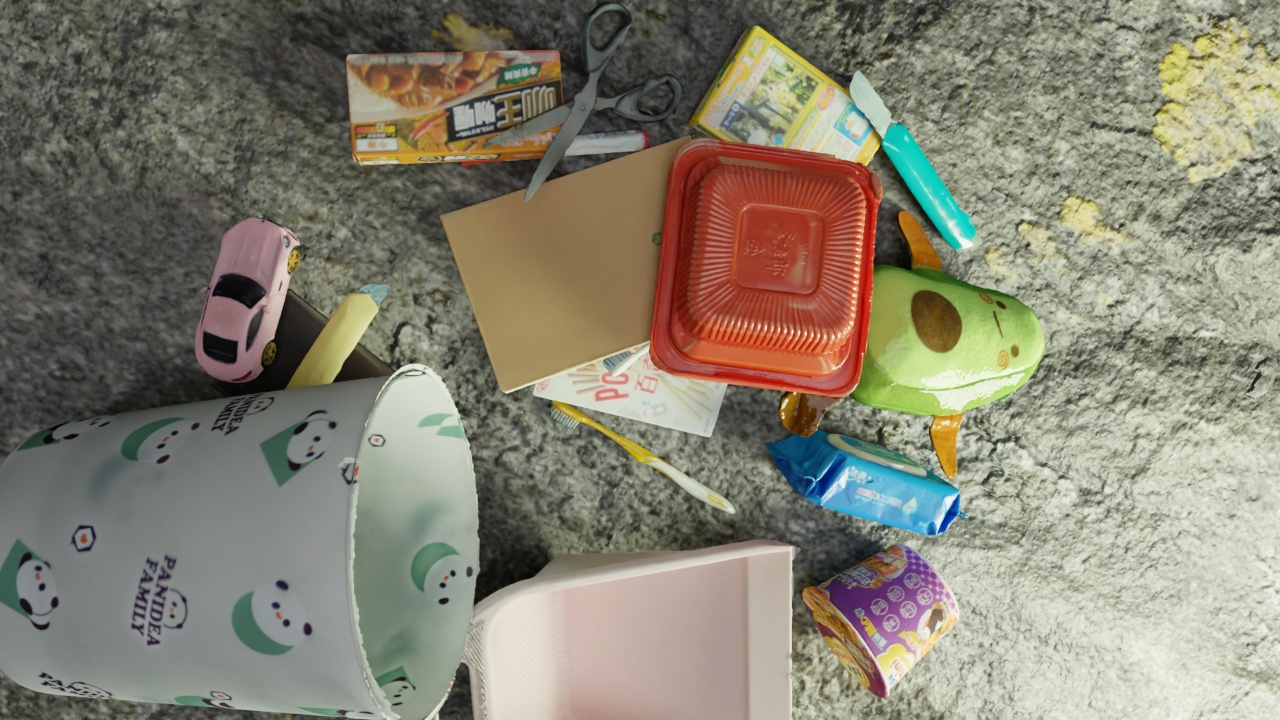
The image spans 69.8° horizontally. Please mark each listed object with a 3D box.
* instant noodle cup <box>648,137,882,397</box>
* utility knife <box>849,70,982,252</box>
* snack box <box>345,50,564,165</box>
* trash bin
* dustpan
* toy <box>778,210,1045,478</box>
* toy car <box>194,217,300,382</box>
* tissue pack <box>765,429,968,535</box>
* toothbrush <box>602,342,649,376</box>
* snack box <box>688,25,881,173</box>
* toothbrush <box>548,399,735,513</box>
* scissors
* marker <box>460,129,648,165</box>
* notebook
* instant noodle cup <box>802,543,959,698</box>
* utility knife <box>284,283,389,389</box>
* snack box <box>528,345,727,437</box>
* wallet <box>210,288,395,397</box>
[{"bbox_3d":[0.096,-0.074,0.673,0.164,0.079,0.188,6,83,0],"label":"instant noodle cup"},{"bbox_3d":[0.225,-0.156,0.747,0.029,0.013,0.205,-44,121,4],"label":"utility knife"},{"bbox_3d":[-0.133,-0.185,0.671,0.153,0.026,0.075,-5,88,-10],"label":"snack box"},{"bbox_3d":[-0.261,0.123,0.609,0.252,0.229,0.230,-3,104,6],"label":"trash bin"},{"bbox_3d":[-0.015,0.264,0.721,0.274,0.138,0.222,-1,103,17],"label":"dustpan"},{"bbox_3d":[0.227,-0.016,0.752,0.246,0.090,0.227,-1,81,-19],"label":"toy"},{"bbox_3d":[-0.288,-0.044,0.666,0.056,0.037,0.122,17,93,5],"label":"toy car"},{"bbox_3d":[0.189,0.099,0.776,0.157,0.095,0.052,16,97,-13],"label":"tissue pack"},{"bbox_3d":[0.065,-0.051,0.733,0.220,0.027,0.026,-33,72,-12],"label":"toothbrush"},{"bbox_3d":[0.119,-0.188,0.729,0.140,0.034,0.087,30,95,-18],"label":"snack box"},{"bbox_3d":[0.003,0.085,0.776,0.191,0.016,0.018,33,105,-16],"label":"toothbrush"},{"bbox_3d":[-0.039,-0.191,0.677,0.159,0.014,0.174,5,85,-28],"label":"scissors"},{"bbox_3d":[-0.066,-0.164,0.704,0.145,0.017,0.017,-7,104,-10],"label":"marker"},{"bbox_3d":[-0.032,-0.077,0.709,0.207,0.008,0.147,-20,83,-7],"label":"notebook"},{"bbox_3d":[0.215,0.221,0.806,0.099,0.111,0.111,-32,107,-10],"label":"instant noodle cup"},{"bbox_3d":[-0.238,0.008,0.686,0.031,0.018,0.165,33,106,-18],"label":"utility knife"},{"bbox_3d":[-0.004,0.004,0.750,0.156,0.027,0.085,14,99,-15],"label":"snack box"},{"bbox_3d":[-0.251,0.019,0.708,0.122,0.020,0.096,40,92,-15],"label":"wallet"}]
